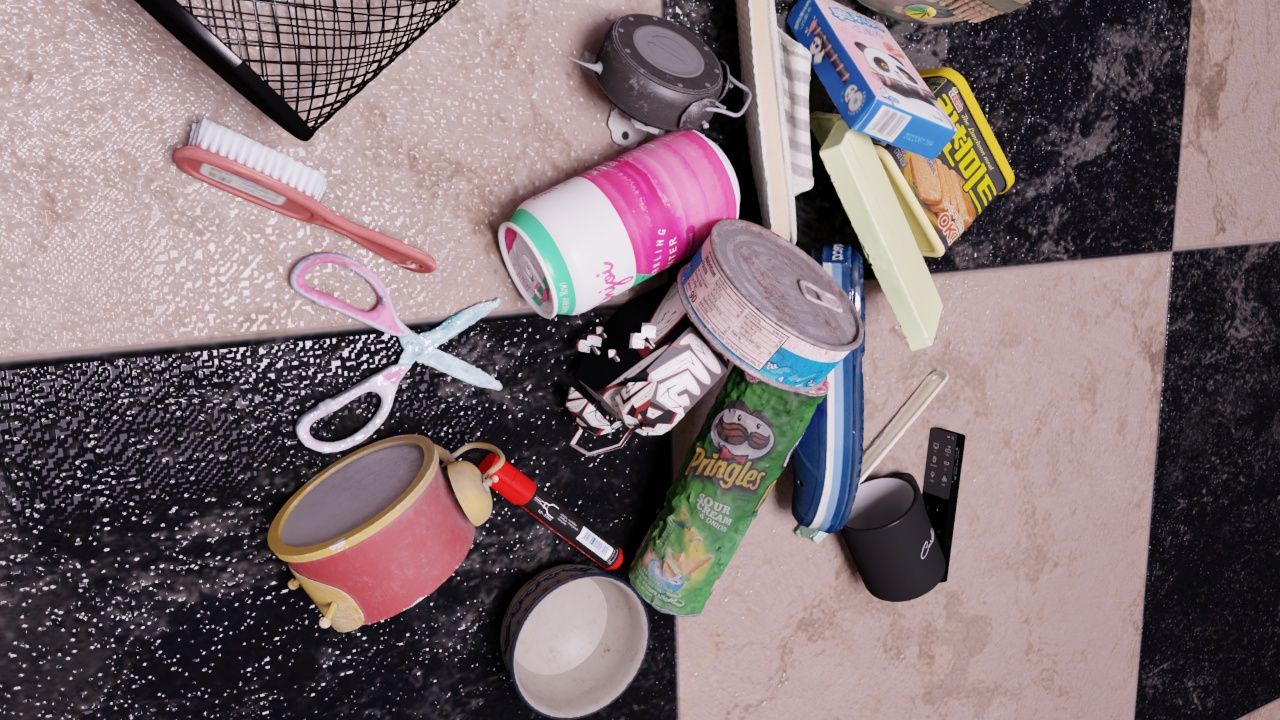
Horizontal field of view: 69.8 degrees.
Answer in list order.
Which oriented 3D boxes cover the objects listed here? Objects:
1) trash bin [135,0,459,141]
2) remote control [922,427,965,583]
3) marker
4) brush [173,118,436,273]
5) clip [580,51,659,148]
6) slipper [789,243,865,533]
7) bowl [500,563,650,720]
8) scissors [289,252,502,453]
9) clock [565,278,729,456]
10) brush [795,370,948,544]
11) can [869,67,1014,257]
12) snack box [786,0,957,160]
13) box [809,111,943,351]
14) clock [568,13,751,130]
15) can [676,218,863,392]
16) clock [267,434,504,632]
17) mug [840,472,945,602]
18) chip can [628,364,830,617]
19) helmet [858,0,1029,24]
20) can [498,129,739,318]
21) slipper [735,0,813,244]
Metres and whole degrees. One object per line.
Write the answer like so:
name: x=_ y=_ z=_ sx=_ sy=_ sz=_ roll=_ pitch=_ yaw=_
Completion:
trash bin: x=-0.174 y=-0.249 z=0.508 sx=0.184 sy=0.184 sz=0.210 roll=43 pitch=83 yaw=-27
remote control: x=0.294 y=0.143 z=0.906 sx=0.013 sy=0.034 sz=0.150 roll=0 pitch=99 yaw=-29
marker: x=-0.067 y=0.121 z=0.712 sx=0.021 sy=0.023 sz=0.145 roll=-33 pitch=121 yaw=26
brush: x=-0.207 y=-0.103 z=0.591 sx=0.172 sy=0.041 sz=0.030 roll=25 pitch=69 yaw=-30
clip: x=0.000 y=-0.191 z=0.690 sx=0.101 sy=0.041 sz=0.054 roll=12 pitch=80 yaw=-29
slipper: x=0.143 y=0.023 z=0.774 sx=0.095 sy=0.105 sz=0.253 roll=2 pitch=114 yaw=9
bowl: x=-0.057 y=0.211 z=0.713 sx=0.115 sy=0.059 sz=0.115 roll=-5 pitch=101 yaw=-28
scissors: x=-0.176 y=0.003 z=0.640 sx=0.170 sy=0.014 sz=0.168 roll=29 pitch=83 yaw=-33
clock: x=-0.004 y=0.004 z=0.669 sx=0.065 sy=0.115 sz=0.154 roll=49 pitch=58 yaw=-26
brush: x=0.221 y=0.086 z=0.859 sx=0.217 sy=0.033 sz=0.012 roll=-46 pitch=118 yaw=-16
can: x=0.249 y=-0.170 z=0.806 sx=0.101 sy=0.072 sz=0.131 roll=-46 pitch=116 yaw=-11
snack box: x=0.179 y=-0.226 z=0.722 sx=0.087 sy=0.154 sz=0.033 roll=10 pitch=135 yaw=-30
box: x=0.194 y=-0.113 z=0.752 sx=0.048 sy=0.140 sz=0.188 roll=-26 pitch=110 yaw=13
clock: x=0.016 y=-0.201 z=0.658 sx=0.123 sy=0.044 sz=0.091 roll=31 pitch=46 yaw=-3
can: x=0.092 y=-0.040 z=0.646 sx=0.129 sy=0.129 sz=0.044 roll=17 pitch=127 yaw=-30
clock: x=-0.157 y=0.108 z=0.611 sx=0.158 sy=0.117 sz=0.081 roll=-37 pitch=118 yaw=-25
mug: x=0.240 y=0.156 z=0.862 sx=0.113 sy=0.078 sz=0.088 roll=-48 pitch=120 yaw=-42
chip can: x=0.062 y=0.096 z=0.707 sx=0.075 sy=0.075 sz=0.224 roll=11 pitch=115 yaw=-30
helmet: x=0.255 y=-0.356 z=0.681 sx=0.224 sy=0.237 sz=0.192 roll=10 pitch=70 yaw=-20
can: x=-0.013 y=-0.100 z=0.665 sx=0.165 sy=0.088 sz=0.088 roll=-30 pitch=112 yaw=-21
slipper: x=0.103 y=-0.222 z=0.700 sx=0.054 sy=0.114 sz=0.273 roll=-7 pitch=101 yaw=7
